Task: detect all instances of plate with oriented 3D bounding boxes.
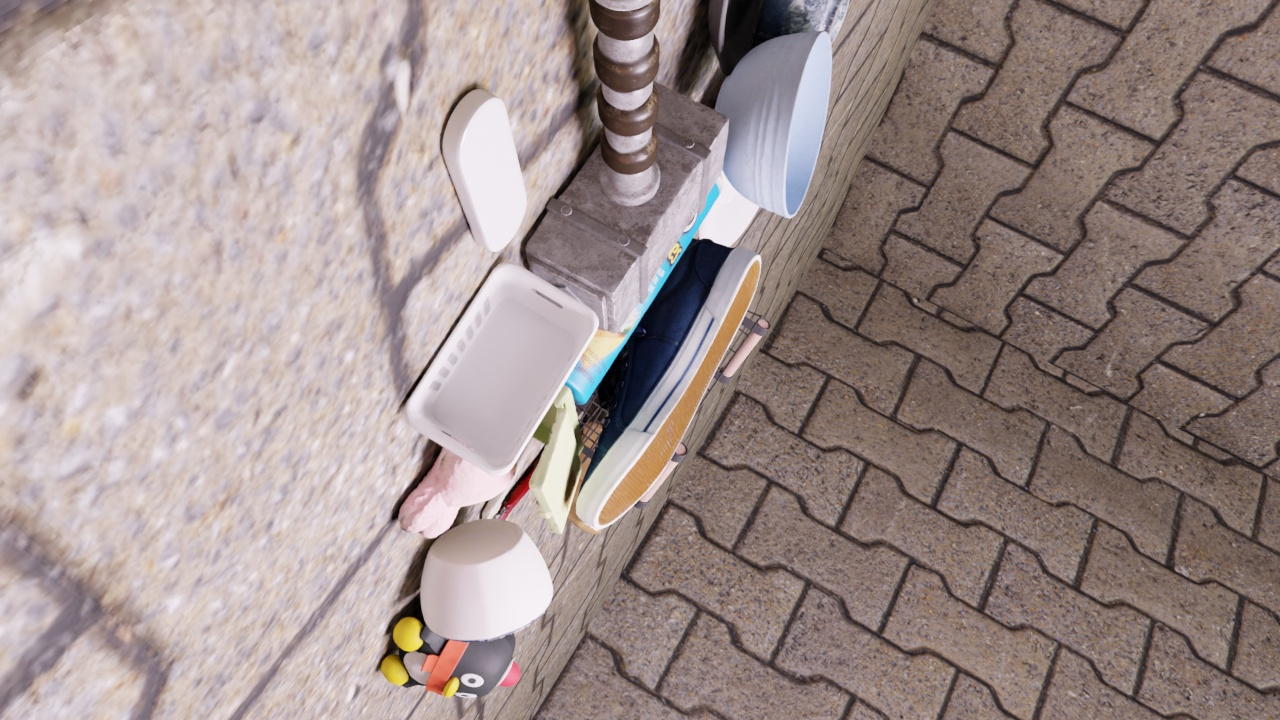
[{"bbox_3d":[0.106,-0.212,0.961,0.208,0.015,0.209,-50,155,-34],"label":"plate"}]

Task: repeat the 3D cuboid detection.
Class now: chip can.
[{"bbox_3d":[-0.017,-0.075,0.767,0.229,0.080,0.080,-57,169,-16],"label":"chip can"}]

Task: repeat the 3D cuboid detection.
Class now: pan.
[{"bbox_3d":[0.082,-0.281,0.778,0.215,0.024,0.355,-47,157,-55],"label":"pan"}]

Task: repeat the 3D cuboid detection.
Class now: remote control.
[{"bbox_3d":[-0.086,-0.104,0.523,0.043,0.013,0.137,-58,170,-17],"label":"remote control"}]

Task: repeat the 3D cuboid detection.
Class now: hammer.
[{"bbox_3d":[-0.008,-0.156,0.580,0.176,0.079,0.327,-58,169,-18],"label":"hammer"}]

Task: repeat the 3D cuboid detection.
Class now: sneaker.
[{"bbox_3d":[-0.005,0.005,0.834,0.294,0.127,0.121,-63,162,-17],"label":"sneaker"}]

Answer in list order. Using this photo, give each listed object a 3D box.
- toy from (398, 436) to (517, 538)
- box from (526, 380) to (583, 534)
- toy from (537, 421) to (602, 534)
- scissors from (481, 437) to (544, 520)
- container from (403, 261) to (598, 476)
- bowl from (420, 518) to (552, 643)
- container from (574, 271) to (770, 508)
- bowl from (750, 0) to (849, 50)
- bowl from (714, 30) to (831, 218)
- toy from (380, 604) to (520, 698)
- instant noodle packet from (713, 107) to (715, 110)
[{"bbox_3d":[-0.141,0.094,0.710,0.105,0.053,0.108,-44,169,-8],"label":"toy"},{"bbox_3d":[-0.076,0.069,0.775,0.064,0.130,0.188,-15,159,-6],"label":"box"},{"bbox_3d":[-0.062,0.152,1.141,0.134,0.106,0.108,106,5,-65],"label":"toy"},{"bbox_3d":[-0.137,0.136,0.932,0.198,0.015,0.180,-51,167,-42],"label":"scissors"},{"bbox_3d":[-0.093,0.007,0.626,0.129,0.081,0.049,-59,-179,-11],"label":"container"},{"bbox_3d":[-0.139,0.188,0.811,0.116,0.116,0.066,-42,129,-61],"label":"bowl"},{"bbox_3d":[0.023,0.020,0.997,0.240,0.130,0.163,-51,175,-44],"label":"container"},{"bbox_3d":[0.145,-0.305,0.797,0.114,0.061,0.114,-58,166,-25],"label":"bowl"},{"bbox_3d":[0.105,-0.200,0.766,0.150,0.075,0.150,15,89,-73],"label":"bowl"},{"bbox_3d":[-0.166,0.270,0.863,0.098,0.119,0.099,-64,176,36],"label":"toy"},{"bbox_3d":[0.084,-0.225,0.977,0.220,0.032,0.160,-57,167,-20],"label":"instant noodle packet"}]
